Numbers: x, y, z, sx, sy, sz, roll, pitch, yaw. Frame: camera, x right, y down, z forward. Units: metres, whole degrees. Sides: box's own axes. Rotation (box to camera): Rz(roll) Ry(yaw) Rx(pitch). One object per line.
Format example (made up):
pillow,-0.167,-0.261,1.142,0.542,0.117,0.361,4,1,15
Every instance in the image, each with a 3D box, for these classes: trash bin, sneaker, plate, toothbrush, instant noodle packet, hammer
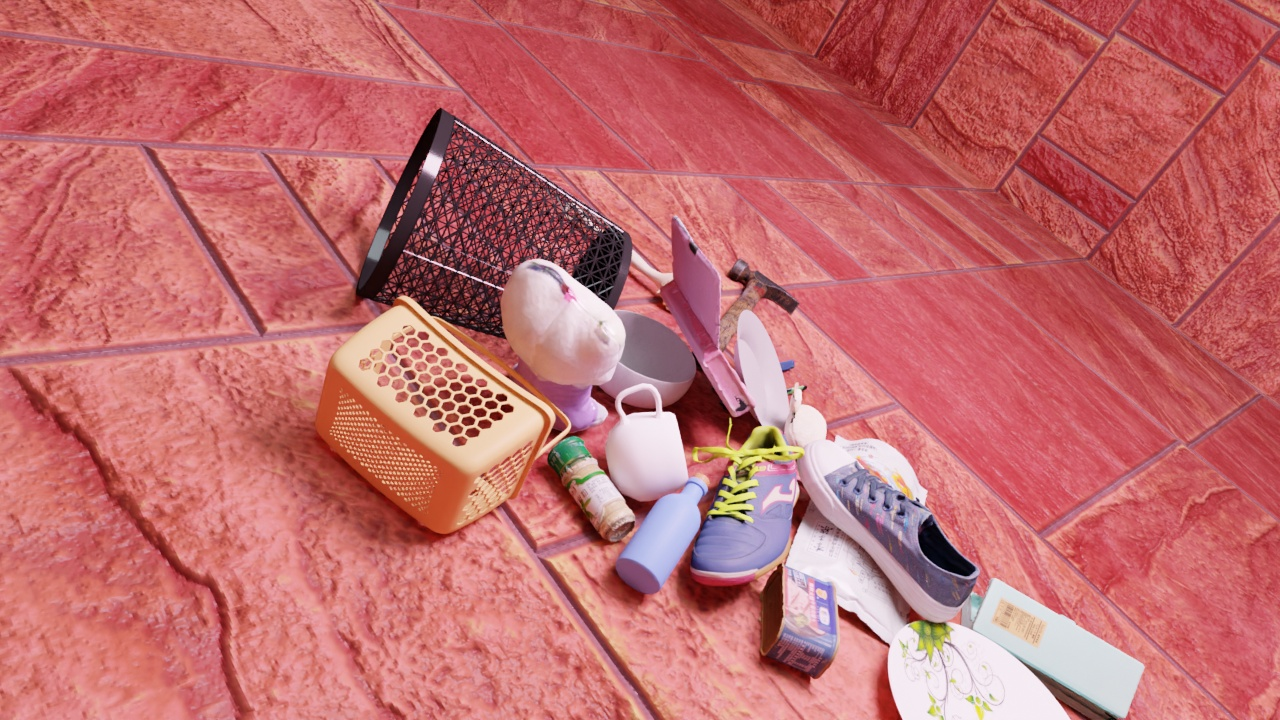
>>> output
trash bin,-0.154,-0.123,1.018,0.243,0.217,0.216,24,31,-22
sneaker,0.102,0.139,0.939,0.116,0.091,0.241,1,21,21
plate,0.330,0.355,0.884,0.229,0.030,0.229,21,32,-14
toothbrush,0.156,0.022,1.236,0.189,0.016,0.017,-14,59,-49
instant noodle packet,0.256,0.190,1.044,0.147,0.057,0.268,31,36,4
plate,0.147,0.022,1.148,0.173,0.019,0.172,46,36,-48
sneaker,0.269,0.165,0.985,0.087,0.079,0.235,-18,59,-41
toothbrush,0.165,0.046,1.210,0.187,0.014,0.017,-9,40,-46
hammer,0.144,-0.057,1.326,0.120,0.033,0.329,34,32,5

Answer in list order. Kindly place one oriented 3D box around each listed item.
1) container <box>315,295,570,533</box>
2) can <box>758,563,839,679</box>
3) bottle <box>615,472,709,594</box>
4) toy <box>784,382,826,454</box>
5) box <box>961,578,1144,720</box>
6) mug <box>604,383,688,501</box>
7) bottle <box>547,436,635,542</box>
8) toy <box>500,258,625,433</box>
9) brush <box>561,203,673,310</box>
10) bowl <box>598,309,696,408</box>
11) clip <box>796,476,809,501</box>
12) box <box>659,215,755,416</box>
container,-0.172,0.043,0.826,0.183,0.129,0.166,36,39,11
can,0.149,0.245,0.873,0.059,0.054,0.099,24,31,-6
bottle,0.029,0.156,0.867,0.048,0.048,0.130,34,51,7
toy,0.206,0.084,1.148,0.112,0.050,0.087,54,32,-7
box,0.451,0.312,1.000,0.189,0.079,0.077,32,33,5
mug,0.002,0.082,0.926,0.076,0.124,0.090,-12,21,-1
bottle,-0.047,0.125,0.895,0.042,0.043,0.110,-7,48,-45
toy,-0.087,-0.006,0.909,0.138,0.210,0.085,34,58,12
brush,-0.011,-0.149,1.315,0.272,0.062,0.077,36,27,18
bowl,-0.006,0.006,1.076,0.131,0.065,0.131,21,32,-14
clip,0.178,0.141,1.079,0.057,0.022,0.035,40,30,6
box,0.065,-0.055,1.077,0.055,0.180,0.232,-18,26,-2
